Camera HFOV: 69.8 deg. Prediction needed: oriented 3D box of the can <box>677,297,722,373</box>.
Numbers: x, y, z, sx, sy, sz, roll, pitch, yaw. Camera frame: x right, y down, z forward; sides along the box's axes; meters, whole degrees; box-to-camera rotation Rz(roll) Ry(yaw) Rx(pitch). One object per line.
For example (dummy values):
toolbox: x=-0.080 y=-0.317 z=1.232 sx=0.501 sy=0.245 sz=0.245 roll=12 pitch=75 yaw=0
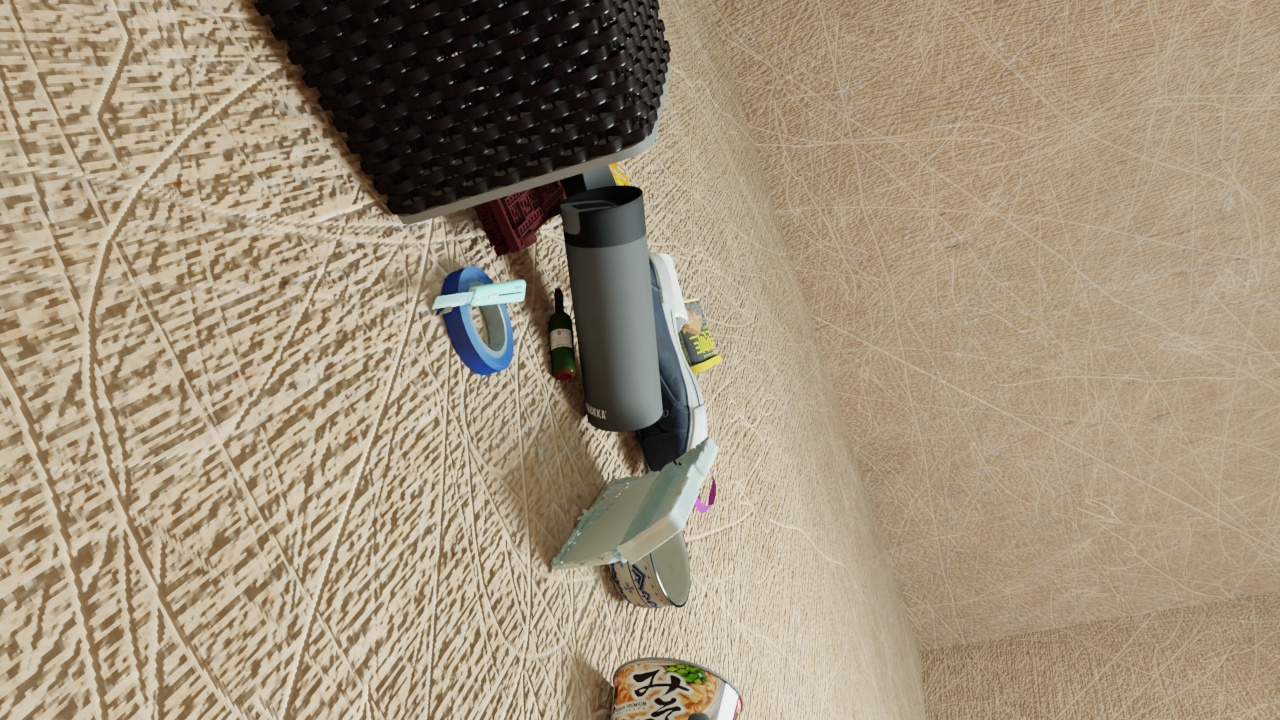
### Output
can: x=0.057 y=-0.030 z=1.305 sx=0.130 sy=0.073 sz=0.101 roll=-21 pitch=92 yaw=-72

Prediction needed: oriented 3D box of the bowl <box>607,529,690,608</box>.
bowl: x=0.004 y=0.204 z=0.956 sx=0.115 sy=0.059 sz=0.115 roll=-16 pitch=90 yaw=-72

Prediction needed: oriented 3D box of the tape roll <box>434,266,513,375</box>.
tape roll: x=-0.141 y=-0.035 z=0.799 sx=0.091 sy=0.016 sz=0.093 roll=-84 pitch=152 yaw=-50

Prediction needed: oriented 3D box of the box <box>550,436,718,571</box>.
box: x=0.003 y=0.140 z=0.882 sx=0.043 sy=0.136 sz=0.196 roll=61 pitch=19 yaw=-6

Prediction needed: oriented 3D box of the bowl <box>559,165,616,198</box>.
bowl: x=-0.068 y=-0.196 z=1.101 sx=0.124 sy=0.053 sz=0.124 roll=-16 pitch=90 yaw=-72

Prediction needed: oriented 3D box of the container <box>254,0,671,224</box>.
container: x=-0.122 y=-0.284 z=0.708 sx=0.246 sy=0.246 sz=0.244 roll=-81 pitch=153 yaw=-53

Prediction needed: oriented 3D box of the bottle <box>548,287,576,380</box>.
bottle: x=-0.083 y=-0.030 z=0.957 sx=0.025 sy=0.025 sz=0.106 roll=45 pitch=34 yaw=-57

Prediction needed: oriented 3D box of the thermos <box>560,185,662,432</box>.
thermos: x=-0.028 y=-0.052 z=0.941 sx=0.082 sy=0.082 sz=0.241 roll=-67 pitch=154 yaw=-63

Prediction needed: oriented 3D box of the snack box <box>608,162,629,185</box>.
snack box: x=-0.040 y=-0.199 z=1.209 sx=0.088 sy=0.040 sz=0.125 roll=14 pitch=61 yaw=-70

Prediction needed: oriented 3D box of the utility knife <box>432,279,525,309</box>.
utility knife: x=-0.136 y=-0.055 z=0.778 sx=0.168 sy=0.015 sz=0.022 roll=-23 pitch=128 yaw=-71

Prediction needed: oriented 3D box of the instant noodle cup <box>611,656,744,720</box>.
instant noodle cup: x=0.022 y=0.349 z=0.811 sx=0.124 sy=0.124 sz=0.121 roll=61 pitch=31 yaw=-35

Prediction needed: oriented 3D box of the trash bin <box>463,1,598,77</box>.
trash bin: x=-0.103 y=-0.395 z=1.006 sx=0.226 sy=0.164 sz=0.164 roll=-79 pitch=148 yaw=-48

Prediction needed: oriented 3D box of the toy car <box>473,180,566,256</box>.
toy car: x=-0.123 y=-0.150 z=0.880 sx=0.169 sy=0.062 sz=0.070 roll=-67 pitch=138 yaw=-63

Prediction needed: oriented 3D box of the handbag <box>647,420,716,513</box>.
handbag: x=0.067 y=0.146 z=1.195 sx=0.170 sy=0.068 sz=0.144 roll=62 pitch=36 yaw=-57

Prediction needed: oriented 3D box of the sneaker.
sneaker: x=-0.006 y=0.006 z=1.076 sx=0.127 sy=0.121 sz=0.294 roll=-3 pitch=75 yaw=-42

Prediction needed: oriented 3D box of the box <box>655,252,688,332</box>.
box: x=0.017 y=-0.062 z=1.198 sx=0.091 sy=0.081 sz=0.161 roll=9 pitch=60 yaw=-54
